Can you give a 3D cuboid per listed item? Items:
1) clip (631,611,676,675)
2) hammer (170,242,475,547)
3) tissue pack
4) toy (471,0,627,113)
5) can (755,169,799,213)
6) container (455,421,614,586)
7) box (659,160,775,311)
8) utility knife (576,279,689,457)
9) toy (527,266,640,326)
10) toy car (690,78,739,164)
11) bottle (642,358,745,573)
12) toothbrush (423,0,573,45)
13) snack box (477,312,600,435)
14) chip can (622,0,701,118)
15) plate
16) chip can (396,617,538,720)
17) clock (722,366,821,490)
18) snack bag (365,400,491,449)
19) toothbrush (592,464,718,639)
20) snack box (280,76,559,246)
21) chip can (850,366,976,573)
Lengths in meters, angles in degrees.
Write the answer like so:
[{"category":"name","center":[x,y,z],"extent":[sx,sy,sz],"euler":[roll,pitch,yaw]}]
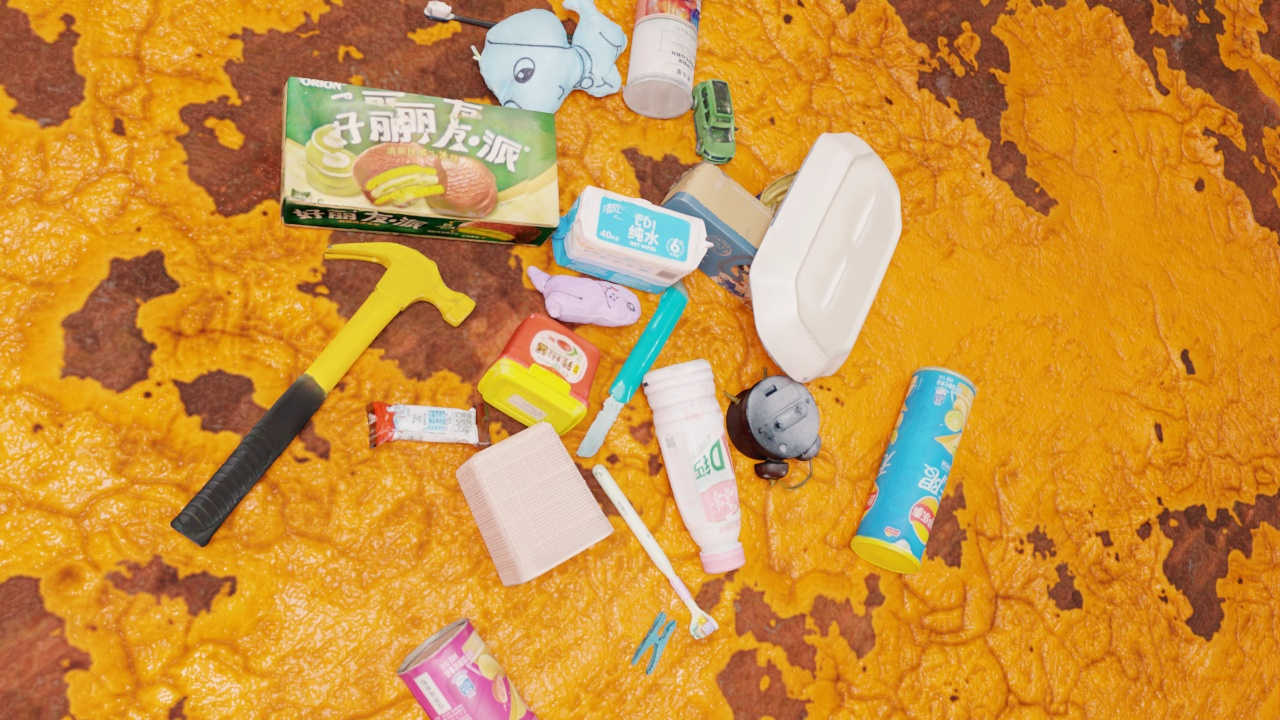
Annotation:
[{"category":"clip","center":[0.013,0.257,0.837],"extent":[0.042,0.014,0.056],"euler":[36,66,-12]},{"category":"hammer","center":[-0.271,0.021,0.761],"extent":[0.129,0.033,0.300],"euler":[38,66,-10]},{"category":"tissue pack","center":[-0.011,-0.114,0.872],"extent":[0.140,0.090,0.063],"euler":[14,73,-19]},{"category":"toy","center":[-0.089,-0.296,0.901],"extent":[0.156,0.050,0.161],"euler":[12,78,-22]},{"category":"can","center":[0.178,-0.165,0.986],"extent":[0.147,0.049,0.074],"euler":[-23,87,-26]},{"category":"container","center":[-0.095,0.121,0.783],"extent":[0.089,0.090,0.111],"euler":[-26,86,-26]},{"category":"box","center":[0.091,-0.122,0.918],"extent":[0.184,0.090,0.061],"euler":[34,67,-12]},{"category":"utility knife","center":[-0.005,0.005,0.888],"extent":[0.029,0.013,0.215],"euler":[37,64,-12]},{"category":"toy","center":[-0.050,-0.057,0.862],"extent":[0.107,0.039,0.084],"euler":[4,34,-31]},{"category":"toy car","center":[0.080,-0.254,0.974],"extent":[0.043,0.036,0.091],"euler":[-3,83,-25]},{"category":"bottle","center":[0.055,0.100,0.865],"extent":[0.068,0.068,0.197],"euler":[-12,87,-25]},{"category":"toothbrush","center":[-0.124,-0.332,0.916],"extent":[0.181,0.018,0.015],"euler":[5,72,-24]},{"category":"snack box","center":[-0.087,0.012,0.820],"extent":[0.091,0.082,0.079],"euler":[31,54,-14]},{"category":"chip can","center":[0.029,-0.365,0.958],"extent":[0.071,0.071,0.214],"euler":[12,73,-20]},{"category":"plate","center":[0.193,-0.104,0.893],"extent":[0.162,0.034,0.265],"euler":[47,60,-32]},{"category":"chip can","center":[-0.108,0.313,0.741],"extent":[0.071,0.072,0.210],"euler":[-35,92,-26]},{"category":"clock","center":[0.135,0.070,0.910],"extent":[0.081,0.055,0.122],"euler":[-28,91,-27]},{"category":"snack bag","center":[-0.182,0.056,0.793],"extent":[0.104,0.026,0.048],"euler":[2,57,-24]},{"category":"toothbrush","center":[0.011,0.176,0.853],"extent":[0.189,0.029,0.020],"euler":[57,22,-1]},{"category":"snack box","center":[-0.194,-0.172,0.821],"extent":[0.239,0.063,0.114],"euler":[3,76,-22]},{"category":"chip can","center":[0.286,0.111,0.956],"extent":[0.071,0.071,0.209],"euler":[32,68,-14]}]
